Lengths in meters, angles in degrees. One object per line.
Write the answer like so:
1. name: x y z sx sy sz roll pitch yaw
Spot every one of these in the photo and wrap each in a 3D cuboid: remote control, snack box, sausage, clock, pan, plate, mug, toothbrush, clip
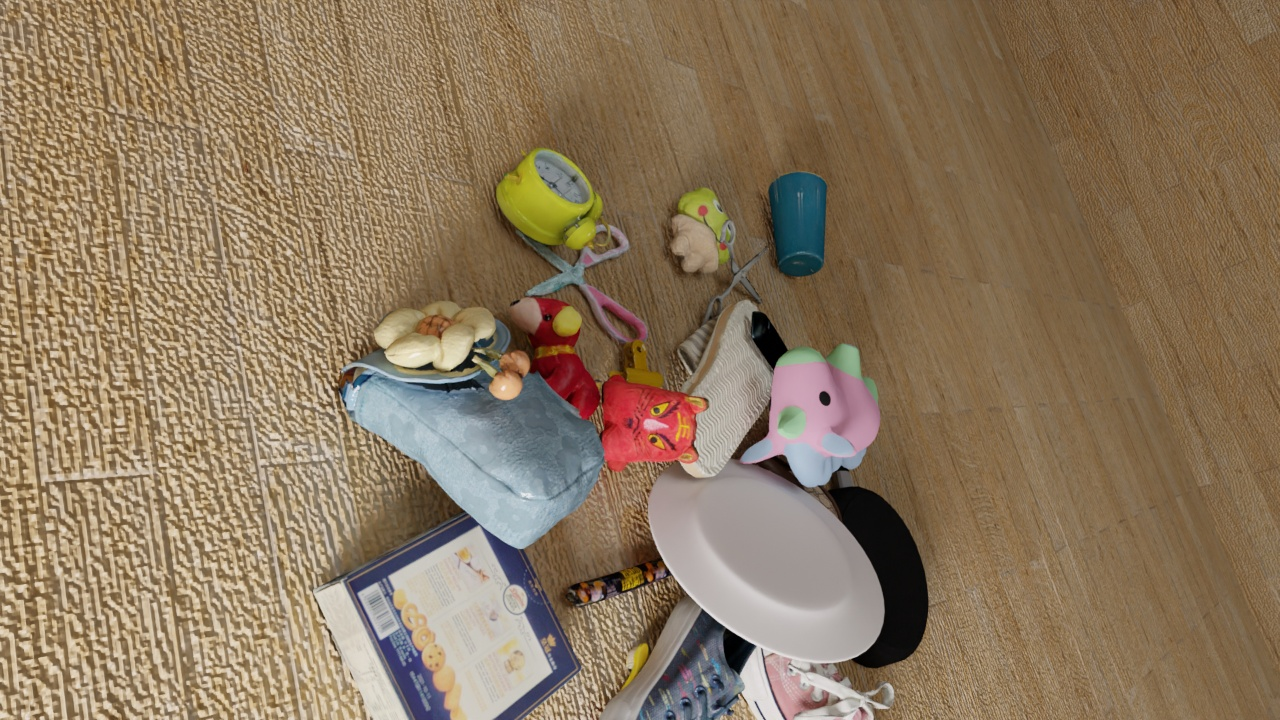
1. remote control: 0.163 0.002 1.033 0.152 0.020 0.041 49 36 -40
2. snack box: -0.127 0.188 0.631 0.144 0.043 0.144 -23 86 -52
3. sausage: -0.010 0.187 0.785 0.155 0.020 0.020 -3 71 -49
4. clock: -0.078 -0.146 0.864 0.119 0.057 0.083 36 35 -19
5. pan: 0.252 0.172 1.072 0.203 0.044 0.355 14 60 -43
6. plate: 0.120 0.169 0.844 0.242 0.016 0.242 20 31 -13
7. mug: 0.208 -0.176 1.205 0.078 0.078 0.121 25 57 -38
8. toothbrush: -0.021 0.282 0.722 0.021 0.016 0.135 48 42 -21
9. clip: -0.007 0.007 0.891 0.054 0.045 0.048 9 36 -44

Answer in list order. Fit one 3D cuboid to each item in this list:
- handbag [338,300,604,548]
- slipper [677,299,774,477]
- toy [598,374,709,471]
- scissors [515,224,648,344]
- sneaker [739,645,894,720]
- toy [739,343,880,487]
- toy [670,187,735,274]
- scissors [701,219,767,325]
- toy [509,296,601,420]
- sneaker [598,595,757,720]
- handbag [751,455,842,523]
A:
1. handbag: -0.113 0.034 0.653 0.192 0.119 0.121 38 36 17
2. slipper: 0.082 0.026 0.953 0.114 0.054 0.271 56 33 -16
3. toy: 0.012 0.057 0.821 0.133 0.094 0.088 -70 161 -84
4. scissors: -0.052 -0.090 0.906 0.170 0.014 0.168 35 47 -25
5. sneaker: 0.169 0.318 0.855 0.118 0.088 0.241 -36 98 -52
6. toy: 0.198 0.068 0.979 0.222 0.120 0.170 46 46 -45
7. toy: 0.069 -0.144 1.047 0.092 0.043 0.117 58 41 -18
8. scissors: 0.108 -0.092 1.062 0.174 0.014 0.142 -56 140 -33
9. toy: -0.070 0.014 0.787 0.105 0.067 0.137 16 65 -51
10. sneaker: 0.037 0.274 0.725 0.234 0.079 0.087 -45 122 -54
11. handbag: 0.137 0.160 0.940 0.138 0.063 0.166 46 39 -6
